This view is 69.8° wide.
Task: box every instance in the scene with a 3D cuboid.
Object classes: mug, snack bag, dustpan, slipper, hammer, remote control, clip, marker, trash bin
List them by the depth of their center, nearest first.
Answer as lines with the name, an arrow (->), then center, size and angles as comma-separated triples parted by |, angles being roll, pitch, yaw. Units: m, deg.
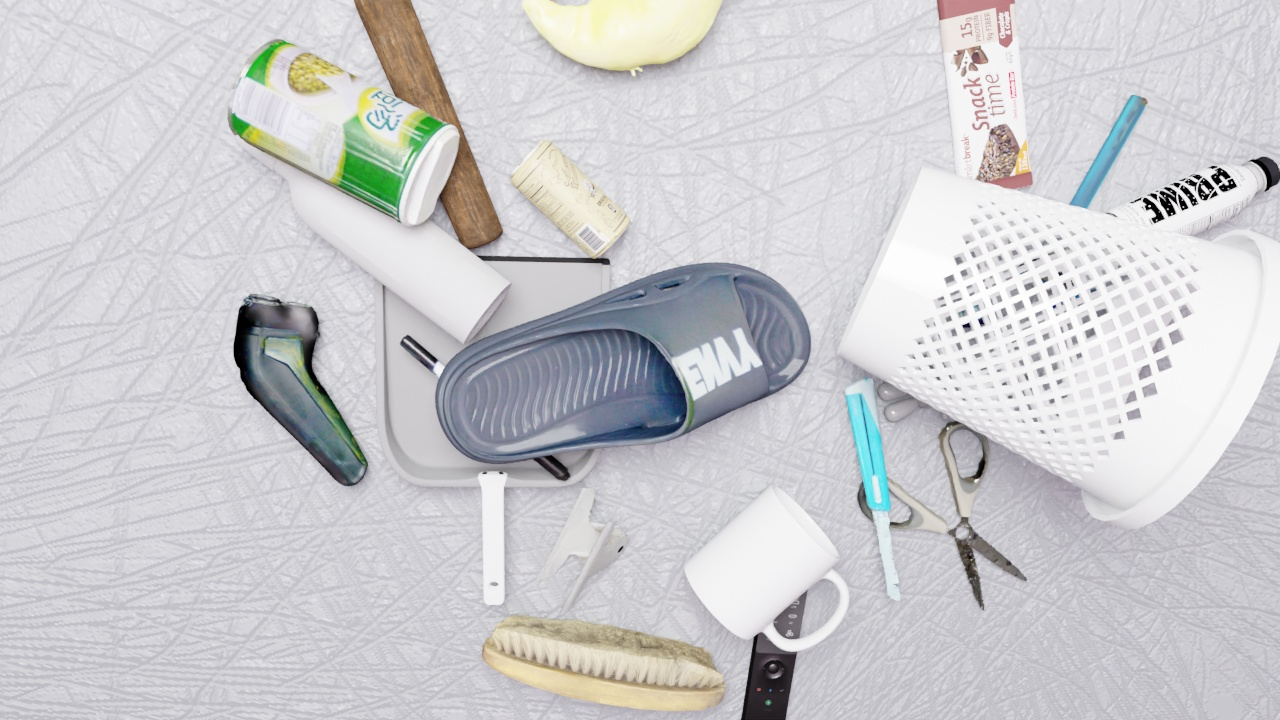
hammer -> -0.122, -0.227, 0.581 | 0.218, 0.037, 0.301 | -21, 107, 2
trash bin -> 0.246, -0.025, 0.584 | 0.199, 0.195, 0.196 | 24, 104, 9
slipper -> -0.004, 0.004, 0.614 | 0.268, 0.083, 0.111 | -15, 99, -11
snack bag -> 0.234, -0.191, 0.626 | 0.057, 0.013, 0.158 | -12, 107, 1
marker -> -0.108, 0.034, 0.643 | 0.152, 0.011, 0.011 | 42, 99, -8
dustpan -> -0.106, 0.054, 0.664 | 0.163, 0.033, 0.258 | 1, 106, -4
mug -> 0.103, 0.163, 0.684 | 0.090, 0.073, 0.110 | -44, 88, 9
clip -> -0.039, 0.141, 0.691 | 0.058, 0.051, 0.102 | 27, 119, 1
remote control -> 0.108, 0.244, 0.745 | 0.034, 0.013, 0.150 | 5, 106, -5

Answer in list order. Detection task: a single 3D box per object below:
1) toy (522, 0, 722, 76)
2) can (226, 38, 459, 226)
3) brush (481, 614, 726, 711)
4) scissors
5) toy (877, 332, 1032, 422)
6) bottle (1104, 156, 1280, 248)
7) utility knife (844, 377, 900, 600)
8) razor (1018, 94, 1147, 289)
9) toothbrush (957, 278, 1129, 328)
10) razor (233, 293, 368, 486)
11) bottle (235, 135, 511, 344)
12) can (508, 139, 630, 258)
toy -> 0.001, -0.263, 0.563 | 0.155, 0.064, 0.171 | -2, 110, -4
can -> -0.176, -0.136, 0.554 | 0.121, 0.067, 0.067 | 27, 103, 0
brush -> -0.024, 0.234, 0.710 | 0.195, 0.059, 0.043 | 14, 96, -10
scissors -> 0.244, 0.120, 0.717 | 0.157, 0.012, 0.166 | 11, 105, -5
toy -> 0.232, 0.016, 0.678 | 0.112, 0.030, 0.049 | -18, 91, 7
bottle -> 0.389, -0.110, 0.646 | 0.116, 0.041, 0.041 | -24, 106, 3
utility knife -> 0.182, 0.100, 0.696 | 0.022, 0.015, 0.179 | -12, 100, 12
razor -> 0.317, -0.119, 0.650 | 0.042, 0.022, 0.144 | 25, 98, -3
toothbrush -> 0.324, -0.050, 0.673 | 0.189, 0.016, 0.017 | -12, 97, 0
razor -> -0.232, 0.021, 0.642 | 0.067, 0.054, 0.151 | -33, 112, -12
bottle -> -0.178, -0.090, 0.603 | 0.195, 0.052, 0.052 | 37, 101, -3
can -> -0.048, -0.109, 0.618 | 0.079, 0.038, 0.038 | 42, 99, -14
